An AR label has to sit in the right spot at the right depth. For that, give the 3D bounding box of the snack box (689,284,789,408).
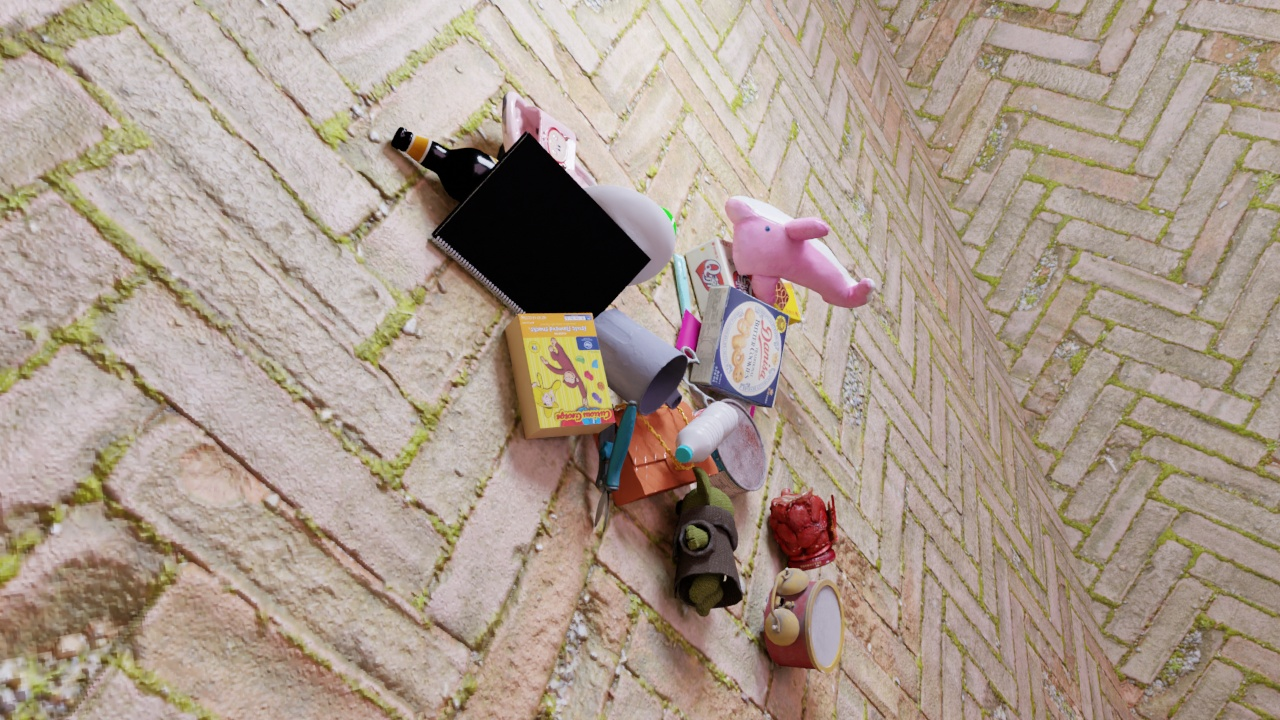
[{"bbox_3d":[0.145,-0.018,1.313,0.145,0.043,0.144,20,78,-41],"label":"snack box"}]

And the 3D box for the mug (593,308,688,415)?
[{"bbox_3d":[-0.006,0.006,1.070,0.104,0.083,0.124,36,-5,22],"label":"mug"}]

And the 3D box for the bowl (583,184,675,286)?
[{"bbox_3d":[-0.035,-0.135,1.083,0.149,0.150,0.043,44,40,-32],"label":"bowl"}]

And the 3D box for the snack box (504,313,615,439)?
[{"bbox_3d":[-0.087,0.015,0.984,0.088,0.040,0.125,-3,71,-32],"label":"snack box"}]

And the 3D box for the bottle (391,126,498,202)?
[{"bbox_3d":[-0.180,-0.196,0.985,0.181,0.059,0.059,26,48,-27],"label":"bottle"}]

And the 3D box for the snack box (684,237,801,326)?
[{"bbox_3d":[0.167,-0.114,1.451,0.229,0.062,0.110,8,64,-54],"label":"snack box"}]

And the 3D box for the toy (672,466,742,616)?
[{"bbox_3d":[0.077,0.222,1.087,0.179,0.078,0.152,69,17,-47],"label":"toy"}]

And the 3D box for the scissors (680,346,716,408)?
[{"bbox_3d":[0.059,0.023,1.205,0.175,0.014,0.141,44,29,0],"label":"scissors"}]

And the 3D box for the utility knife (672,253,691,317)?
[{"bbox_3d":[0.066,-0.078,1.324,0.022,0.015,0.165,15,60,-45],"label":"utility knife"}]

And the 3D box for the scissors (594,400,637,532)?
[{"bbox_3d":[-0.030,0.102,0.989,0.019,0.125,0.154,12,50,-20],"label":"scissors"}]

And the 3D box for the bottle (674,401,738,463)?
[{"bbox_3d":[0.076,0.089,1.093,0.044,0.044,0.136,64,30,-4],"label":"bottle"}]

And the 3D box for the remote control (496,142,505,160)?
[{"bbox_3d":[-0.158,-0.201,1.070,0.033,0.015,0.146,40,41,-36],"label":"remote control"}]

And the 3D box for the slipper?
[{"bbox_3d":[-0.103,-0.236,1.119,0.221,0.056,0.106,42,43,-52],"label":"slipper"}]

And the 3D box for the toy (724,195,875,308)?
[{"bbox_3d":[0.222,-0.141,1.384,0.265,0.187,0.127,33,80,-11],"label":"toy"}]

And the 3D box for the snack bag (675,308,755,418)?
[{"bbox_3d":[0.117,0.007,1.334,0.196,0.016,0.070,42,50,-35],"label":"snack bag"}]

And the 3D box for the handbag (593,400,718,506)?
[{"bbox_3d":[0.022,0.102,1.108,0.171,0.060,0.109,-4,70,-57],"label":"handbag"}]

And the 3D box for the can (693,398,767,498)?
[{"bbox_3d":[0.119,0.120,1.248,0.130,0.044,0.129,34,45,-41],"label":"can"}]

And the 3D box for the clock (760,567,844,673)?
[{"bbox_3d":[0.199,0.335,1.193,0.159,0.081,0.116,52,45,-39],"label":"clock"}]

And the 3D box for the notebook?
[{"bbox_3d":[-0.103,-0.122,1.000,0.206,0.149,0.016,43,0,-33],"label":"notebook"}]

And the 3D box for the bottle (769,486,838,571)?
[{"bbox_3d":[0.236,0.234,1.303,0.098,0.099,0.111,-16,88,-58],"label":"bottle"}]

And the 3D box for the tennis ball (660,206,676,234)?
[{"bbox_3d":[0.017,-0.182,1.270,0.065,0.066,0.065,34,45,-41],"label":"tennis ball"}]
